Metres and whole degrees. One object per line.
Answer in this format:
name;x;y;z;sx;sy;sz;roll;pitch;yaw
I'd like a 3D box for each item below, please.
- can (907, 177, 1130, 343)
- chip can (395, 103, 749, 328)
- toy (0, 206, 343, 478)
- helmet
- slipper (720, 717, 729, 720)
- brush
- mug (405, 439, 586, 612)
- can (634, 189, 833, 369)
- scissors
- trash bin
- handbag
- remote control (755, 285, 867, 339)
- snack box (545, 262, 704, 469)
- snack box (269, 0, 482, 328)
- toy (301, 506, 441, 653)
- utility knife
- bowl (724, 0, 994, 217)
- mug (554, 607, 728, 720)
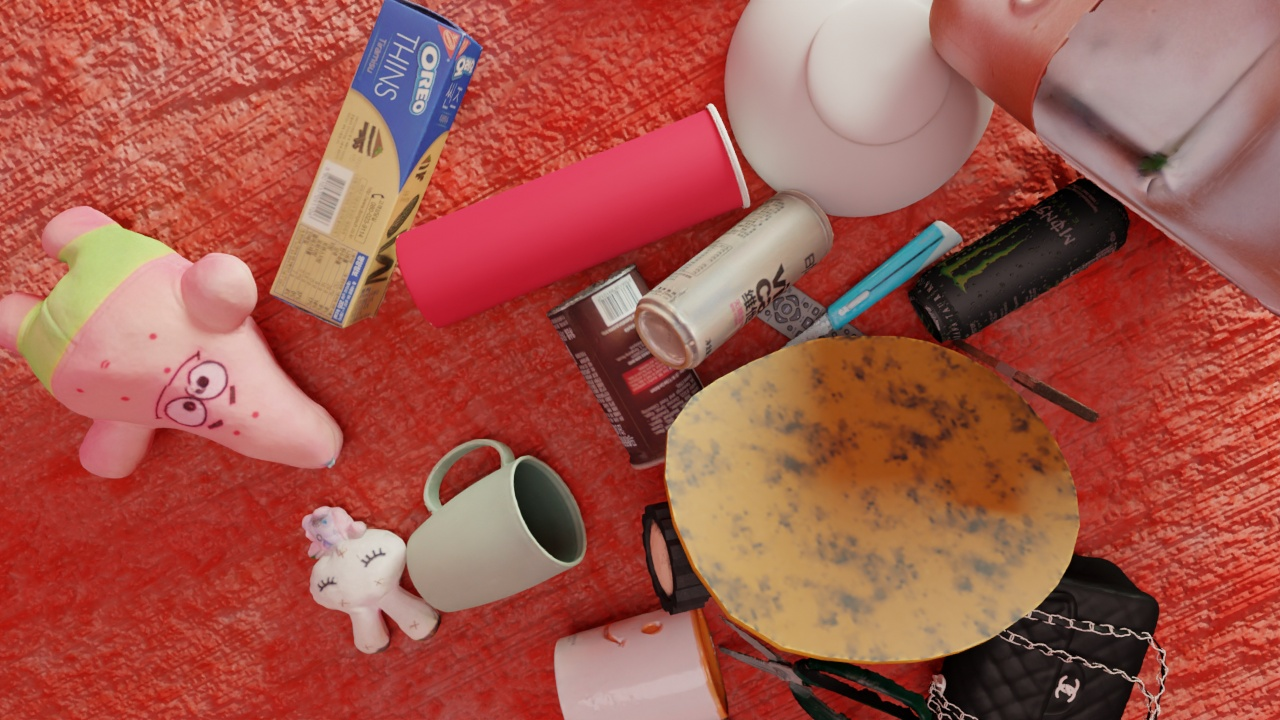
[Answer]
can;0.248;-0.065;0.604;0.138;0.054;0.054;-32;99;7
chip can;-0.045;-0.091;0.597;0.221;0.069;0.069;-21;100;5
toy;-0.306;0.005;0.611;0.236;0.096;0.192;35;108;-13
helmet;0.130;0.103;0.588;0.255;0.132;0.205;-9;59;-15
slipper;0.102;0.358;0.689;0.269;0.054;0.098;34;102;-7
brush;0.226;0.005;0.572;0.045;0.143;0.008;26;101;-13
mug;-0.108;0.111;0.638;0.104;0.084;0.111;-29;71;18
can;0.059;-0.051;0.579;0.135;0.054;0.054;-39;99;-25
scissors;0.138;0.234;0.619;0.203;0.202;0.015;46;66;-24
trash bin;0.308;-0.168;0.488;0.259;0.157;0.182;24;118;-23
handbag;0.273;0.215;0.627;0.125;0.114;0.154;14;104;1
remote control;0.104;-0.033;0.633;0.136;0.013;0.033;33;98;-5
snack box;-0.004;0.004;0.614;0.072;0.072;0.121;-29;98;6
snack box;-0.170;-0.125;0.599;0.057;0.056;0.207;26;101;-2
toy;-0.201;0.159;0.664;0.079;0.038;0.122;-31;96;13
utility knife;0.142;-0.034;0.622;0.176;0.015;0.022;-39;89;1
bowl;0.143;-0.179;0.577;0.176;0.066;0.177;0;101;1
mug;0.001;0.223;0.650;0.105;0.082;0.082;-17;100;5
